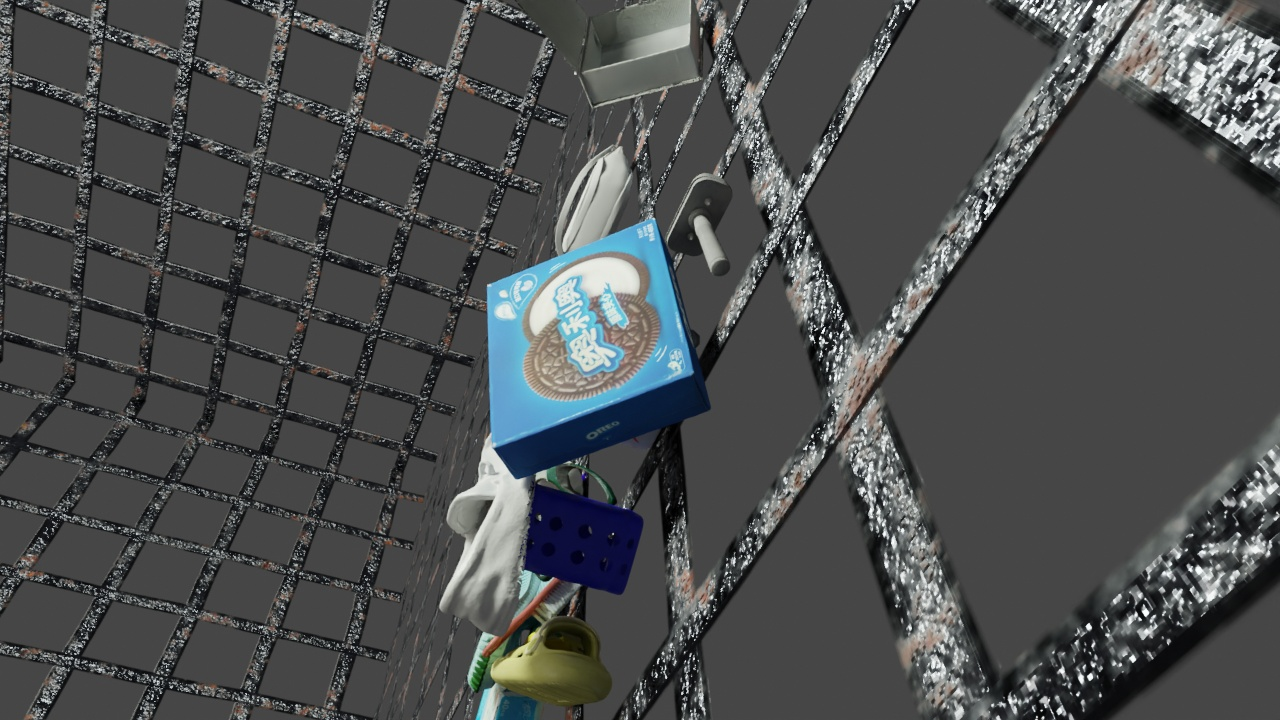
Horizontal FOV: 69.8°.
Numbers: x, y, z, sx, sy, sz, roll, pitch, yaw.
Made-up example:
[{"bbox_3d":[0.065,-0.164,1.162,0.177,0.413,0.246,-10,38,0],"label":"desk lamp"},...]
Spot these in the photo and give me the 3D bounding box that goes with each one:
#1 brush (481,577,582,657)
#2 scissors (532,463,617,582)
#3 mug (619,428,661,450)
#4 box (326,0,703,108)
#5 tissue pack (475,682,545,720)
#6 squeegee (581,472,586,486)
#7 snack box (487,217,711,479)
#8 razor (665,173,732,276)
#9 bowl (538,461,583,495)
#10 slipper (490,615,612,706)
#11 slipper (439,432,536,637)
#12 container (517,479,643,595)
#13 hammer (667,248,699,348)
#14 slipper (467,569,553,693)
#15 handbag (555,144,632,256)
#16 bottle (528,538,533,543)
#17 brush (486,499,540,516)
[{"bbox_3d":[-0.108,0.266,0.962,0.041,0.030,0.172,-57,-11,27],"label":"brush"},{"bbox_3d":[-0.122,0.166,1.069,0.209,0.015,0.154,29,94,42],"label":"scissors"},{"bbox_3d":[-0.021,0.024,0.963,0.091,0.090,0.121,175,113,-75],"label":"mug"},{"bbox_3d":[-0.158,-0.486,1.266,0.149,0.506,0.166,117,163,-45],"label":"box"},{"bbox_3d":[-0.150,0.417,1.026,0.093,0.061,0.144,154,132,-69],"label":"tissue pack"},{"bbox_3d":[-0.125,0.121,1.303,0.250,0.055,0.184,131,145,-57],"label":"squeegee"},{"bbox_3d":[-0.050,-0.018,0.891,0.238,0.196,0.056,-102,-13,-45],"label":"snack box"},{"bbox_3d":[0.068,-0.122,0.921,0.116,0.047,0.088,-104,34,-51],"label":"razor"},{"bbox_3d":[-0.108,0.172,1.138,0.104,0.054,0.105,-53,-26,-40],"label":"bowl"},{"bbox_3d":[-0.083,0.286,0.886,0.191,0.091,0.081,-37,34,61],"label":"slipper"},{"bbox_3d":[-0.143,0.149,0.861,0.112,0.074,0.246,-47,22,24],"label":"slipper"},{"bbox_3d":[-0.067,0.174,0.904,0.084,0.113,0.085,174,113,-75],"label":"container"},{"bbox_3d":[0.020,-0.067,1.034,0.322,0.044,0.098,-121,50,-68],"label":"hammer"},{"bbox_3d":[-0.134,0.301,1.068,0.276,0.069,0.116,-59,-8,-80],"label":"slipper"},{"bbox_3d":[-0.082,-0.260,1.550,0.222,0.095,0.216,-92,26,-67],"label":"handbag"},{"bbox_3d":[-0.144,0.179,1.220,0.062,0.062,0.177,-108,26,-67],"label":"bottle"},{"bbox_3d":[-0.095,0.157,0.973,0.008,0.143,0.045,122,152,-48],"label":"brush"}]
